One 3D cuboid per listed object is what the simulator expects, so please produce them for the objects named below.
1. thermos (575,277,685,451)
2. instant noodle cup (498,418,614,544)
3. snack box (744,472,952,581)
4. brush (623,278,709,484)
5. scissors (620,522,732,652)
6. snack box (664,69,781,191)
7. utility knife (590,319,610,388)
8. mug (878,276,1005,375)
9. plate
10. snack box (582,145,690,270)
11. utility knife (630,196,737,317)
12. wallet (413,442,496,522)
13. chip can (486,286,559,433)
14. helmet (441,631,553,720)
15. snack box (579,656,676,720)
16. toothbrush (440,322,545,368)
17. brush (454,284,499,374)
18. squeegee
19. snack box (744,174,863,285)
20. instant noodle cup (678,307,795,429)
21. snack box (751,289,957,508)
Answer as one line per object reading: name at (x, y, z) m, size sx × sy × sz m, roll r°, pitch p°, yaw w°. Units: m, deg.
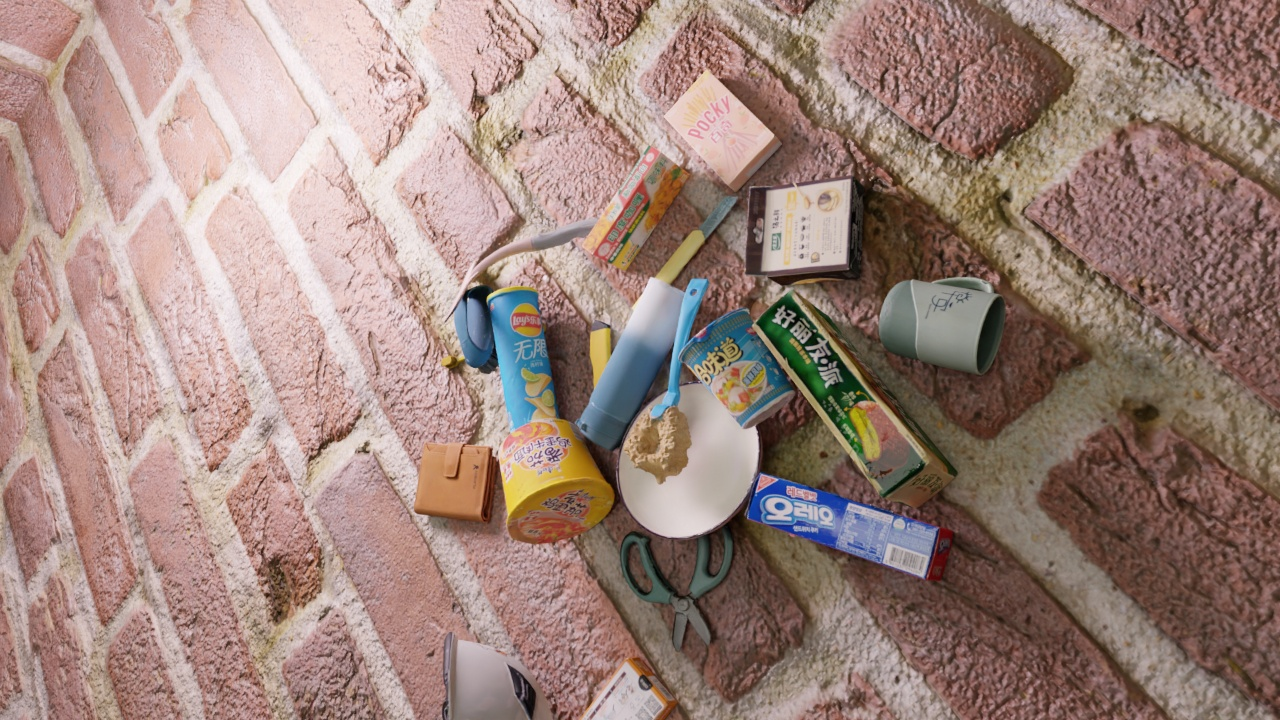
thermos at (-0.007, 0.007, 1.149) m, size 0.070 × 0.070 × 0.220 m, roll 27°, pitch 91°, yaw 35°
instant noodle cup at (-0.114, 0.147, 1.152) m, size 0.138 × 0.138 × 0.109 m, roll -39°, pitch 52°, yaw 19°
snack box at (0.216, 0.173, 0.968) m, size 0.208 × 0.058 × 0.057 m, roll 13°, pitch 86°, yaw 35°
brush at (0.040, 0.021, 1.085) m, size 0.083 × 0.046 × 0.254 m, roll 5°, pitch 75°, yaw 38°
scissors at (0.055, 0.243, 1.081) m, size 0.181 × 0.019 × 0.170 m, roll -48°, pitch 56°, yaw 13°
snack box at (0.104, -0.297, 1.180) m, size 0.085 × 0.026 × 0.157 m, roll -46°, pitch 58°, yaw 15°
utility knife at (-0.051, 0.027, 1.207) m, size 0.033 × 0.015 × 0.170 m, roll -13°, pitch 73°, yaw 37°
mug at (0.316, -0.047, 0.951) m, size 0.106 × 0.082 × 0.111 m, roll 16°, pitch 57°, yaw 36°
plate at (0.061, 0.120, 1.084) m, size 0.193 × 0.039 × 0.192 m, roll -15°, pitch 61°, yaw 29°
snack box at (-0.005, -0.196, 1.196) m, size 0.027 × 0.077 × 0.156 m, roll 41°, pitch 102°, yaw 33°
utility knife at (0.051, -0.129, 1.177) m, size 0.031 × 0.022 × 0.213 m, roll 48°, pitch 112°, yaw 31°
wallet at (-0.263, 0.171, 1.303) m, size 0.132 × 0.031 × 0.107 m, roll 1°, pitch 80°, yaw 32°
chip can at (-0.156, 0.009, 1.235) m, size 0.071 × 0.071 × 0.210 m, roll -20°, pitch 73°, yaw 28°
helmet at (-0.173, 0.468, 1.078) m, size 0.157 × 0.230 × 0.273 m, roll 9°, pitch 78°, yaw -8°
snack box at (-0.030, 0.433, 1.084) m, size 0.075 × 0.026 × 0.154 m, roll 42°, pitch 103°, yaw 33°
toothbrush at (-0.216, -0.021, 1.327) m, size 0.191 × 0.016 × 0.015 m, roll -19°, pitch 68°, yaw 29°
brush at (-0.229, -0.051, 1.292) m, size 0.055 × 0.073 × 0.143 m, roll -28°, pitch 46°, yaw 26°
squeegee at (-0.151, -0.152, 1.262) m, size 0.250 × 0.040 × 0.247 m, roll -23°, pitch 20°, yaw 6°
snack box at (0.191, -0.150, 1.069) m, size 0.126 × 0.053 × 0.113 m, roll -2°, pitch 77°, yaw 34°
instant noodle cup at (0.111, 0.014, 1.018) m, size 0.099 × 0.099 × 0.110 m, roll -39°, pitch 74°, yaw 19°
snack box at (0.222, 0.040, 0.963) m, size 0.063 × 0.114 × 0.240 m, roll -43°, pitch 58°, yaw 16°
